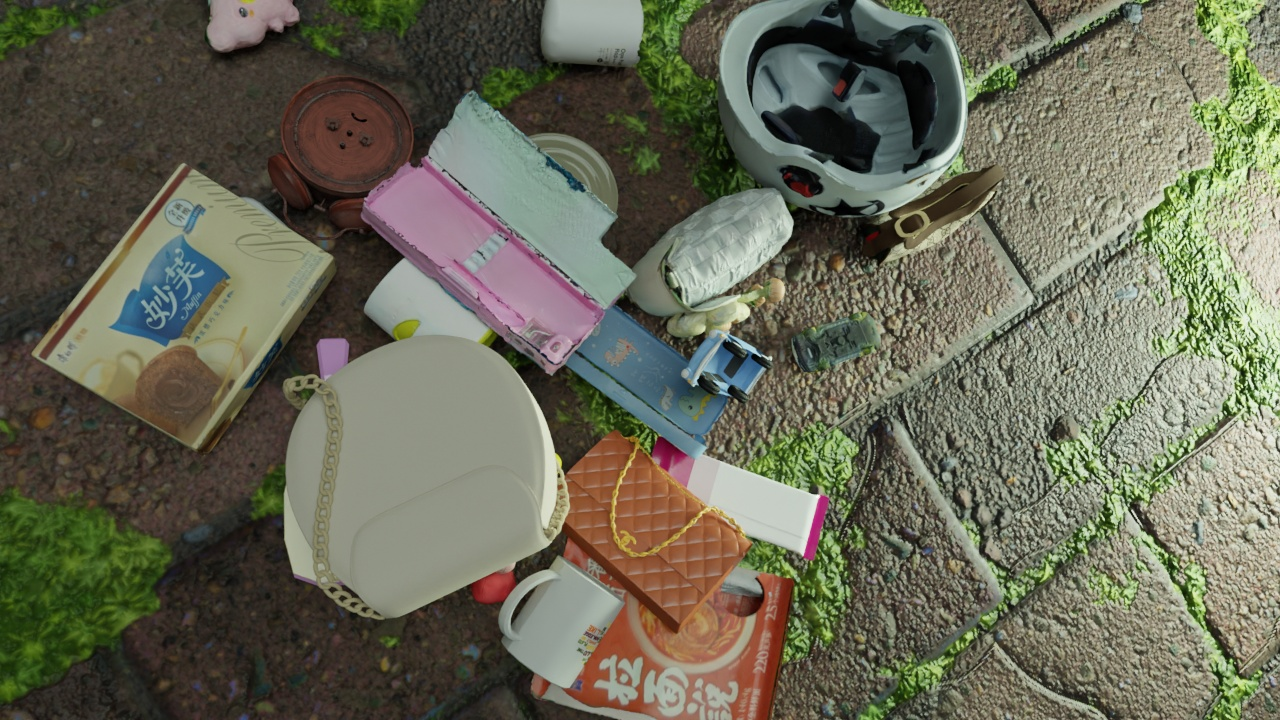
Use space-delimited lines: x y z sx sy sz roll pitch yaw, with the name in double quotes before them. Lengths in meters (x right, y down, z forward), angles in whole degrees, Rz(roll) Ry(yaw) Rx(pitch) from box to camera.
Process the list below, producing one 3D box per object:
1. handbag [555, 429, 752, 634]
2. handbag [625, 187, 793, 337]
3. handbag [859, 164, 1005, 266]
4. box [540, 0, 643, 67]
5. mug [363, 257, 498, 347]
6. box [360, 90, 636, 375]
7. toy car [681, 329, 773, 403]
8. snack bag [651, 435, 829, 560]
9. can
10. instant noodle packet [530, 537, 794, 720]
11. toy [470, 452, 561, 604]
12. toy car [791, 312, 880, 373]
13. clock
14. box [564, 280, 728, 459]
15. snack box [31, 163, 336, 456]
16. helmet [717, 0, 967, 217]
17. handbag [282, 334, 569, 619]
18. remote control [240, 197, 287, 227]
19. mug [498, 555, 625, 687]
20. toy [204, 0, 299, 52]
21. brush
"handbag" 0.006 0.152 0.860 0.172 0.060 0.108 38 67 18
"handbag" 0.085 -0.096 0.937 0.171 0.113 0.123 -36 99 -19
"handbag" 0.316 -0.162 0.995 0.166 0.138 0.063 -27 85 -18
"box" -0.039 -0.384 0.980 0.136 0.083 0.143 1 73 -16
"mug" -0.193 -0.040 0.864 0.106 0.083 0.082 40 71 -2
"box" -0.120 -0.114 0.842 0.230 0.066 0.158 41 85 -1
"toy car" 0.083 0.003 0.901 0.055 0.153 0.056 39 100 25
"snack bag" 0.098 0.142 0.938 0.196 0.016 0.070 20 76 -10
"can" -0.091 -0.155 0.919 0.127 0.073 0.127 3 78 -14
"instant noodle packet" 0.020 0.264 0.879 0.221 0.084 0.164 14 76 0
"toy" -0.132 0.141 0.839 0.096 0.124 0.131 8 95 -35
"toy car" 0.210 -0.018 0.993 0.105 0.033 0.048 -18 82 -22
"clock" -0.285 -0.189 0.875 0.120 0.072 0.157 25 73 -9
"box" -0.012 0.013 0.922 0.209 0.049 0.120 37 37 -5
"snack box" -0.391 -0.044 0.805 0.153 0.055 0.207 33 75 -9
"helmet" 0.196 -0.257 0.971 0.264 0.164 0.236 10 69 -7
"handbag" -0.180 0.086 0.758 0.210 0.103 0.208 -25 72 -3
"remote control" -0.394 -0.082 0.850 0.074 0.019 0.150 42 74 -6
"mug" -0.078 0.227 0.818 0.105 0.073 0.089 41 79 -39
"toy" -0.382 -0.347 0.894 0.093 0.050 0.102 -7 83 -22
"brush" -0.278 0.088 0.834 0.089 0.043 0.228 -2 79 -15
